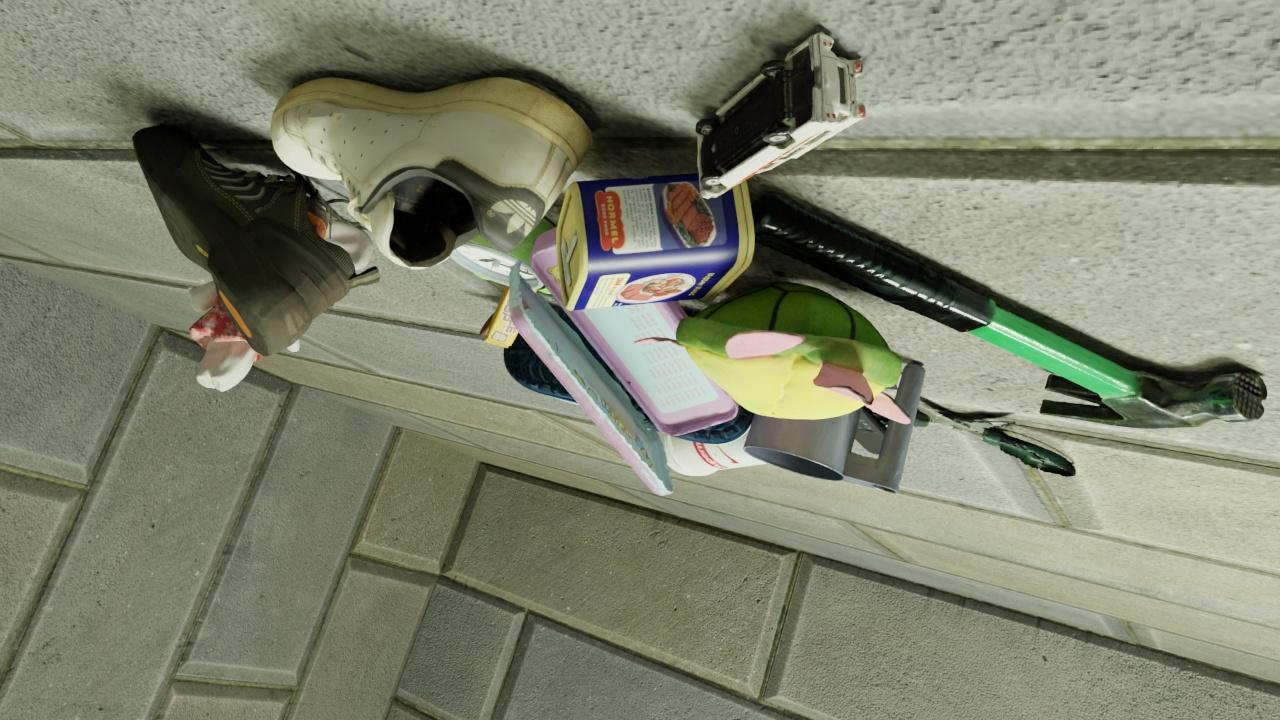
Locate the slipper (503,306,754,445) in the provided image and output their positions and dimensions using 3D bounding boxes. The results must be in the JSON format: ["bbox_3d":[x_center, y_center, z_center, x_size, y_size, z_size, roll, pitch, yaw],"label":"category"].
[{"bbox_3d":[-0.005,0.005,0.835,0.253,0.105,0.095,14,177,25],"label":"slipper"}]

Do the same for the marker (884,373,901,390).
[{"bbox_3d":[0.167,0.012,0.795,0.124,0.017,0.021,5,130,41],"label":"marker"}]

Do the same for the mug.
[{"bbox_3d":[0.155,0.040,0.731,0.124,0.104,0.084,13,166,21],"label":"mug"}]

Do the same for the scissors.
[{"bbox_3d":[0.301,0.071,0.867,0.201,0.015,0.202,24,168,-21],"label":"scissors"}]

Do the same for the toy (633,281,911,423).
[{"bbox_3d":[0.091,-0.005,0.594,0.190,0.087,0.238,13,-178,0],"label":"toy"}]

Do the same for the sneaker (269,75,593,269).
[{"bbox_3d":[-0.140,-0.104,0.542,0.242,0.102,0.089,9,164,35],"label":"sneaker"}]

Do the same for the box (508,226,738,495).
[{"bbox_3d":[-0.011,0.006,0.664,0.089,0.092,0.214,-17,130,25],"label":"box"}]

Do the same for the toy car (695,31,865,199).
[{"bbox_3d":[0.060,-0.106,0.416,0.039,0.039,0.113,0,174,-19],"label":"toy car"}]

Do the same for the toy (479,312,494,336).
[{"bbox_3d":[-0.122,-0.024,0.991,0.102,0.042,0.054,34,-159,-24],"label":"toy"}]

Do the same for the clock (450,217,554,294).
[{"bbox_3d":[-0.102,-0.086,0.703,0.094,0.042,0.119,15,167,18],"label":"clock"}]

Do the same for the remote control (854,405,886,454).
[{"bbox_3d":[0.206,0.054,0.864,0.041,0.020,0.152,5,155,42],"label":"remote control"}]

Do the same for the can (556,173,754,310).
[{"bbox_3d":[0.003,-0.067,0.528,0.092,0.056,0.116,-6,171,-11],"label":"can"}]

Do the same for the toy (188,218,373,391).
[{"bbox_3d":[-0.330,-0.065,0.798,0.159,0.193,0.084,18,151,-17],"label":"toy"}]

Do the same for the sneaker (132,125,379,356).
[{"bbox_3d":[-0.297,-0.125,0.732,0.238,0.142,0.101,47,153,20],"label":"sneaker"}]

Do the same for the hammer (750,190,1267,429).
[{"bbox_3d":[0.206,-0.025,0.559,0.318,0.032,0.130,22,167,-14],"label":"hammer"}]

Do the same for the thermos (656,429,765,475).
[{"bbox_3d":[0.095,0.077,1.023,0.099,0.099,0.221,24,162,-22],"label":"thermos"}]

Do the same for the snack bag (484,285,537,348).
[{"bbox_3d":[-0.112,-0.048,0.813,0.026,0.020,0.099,18,126,-18],"label":"snack bag"}]
